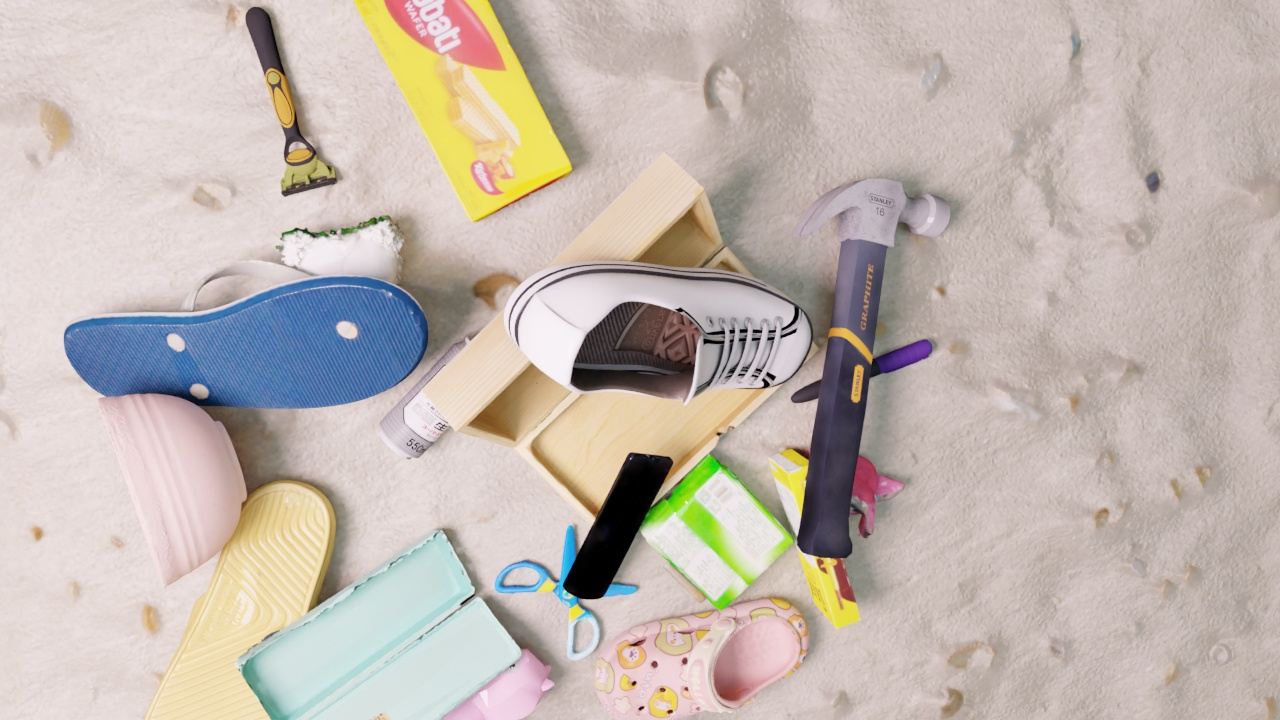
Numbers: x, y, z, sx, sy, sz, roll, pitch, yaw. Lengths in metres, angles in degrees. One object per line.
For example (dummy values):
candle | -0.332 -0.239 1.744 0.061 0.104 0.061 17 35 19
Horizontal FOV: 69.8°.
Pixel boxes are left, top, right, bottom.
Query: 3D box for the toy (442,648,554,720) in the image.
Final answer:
toy | -0.138 0.324 0.791 0.157 0.067 0.123 -28 102 -6

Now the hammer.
hammer | 0.175 0.006 0.754 0.139 0.035 0.312 9 88 -25

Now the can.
can | -0.165 0.031 0.754 0.044 0.044 0.106 44 91 -11

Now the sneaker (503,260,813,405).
sneaker | 0.035 -0.010 0.642 0.245 0.097 0.091 7 115 -34

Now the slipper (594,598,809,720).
slipper | 0.060 0.273 0.799 0.197 0.081 0.093 -14 101 -7

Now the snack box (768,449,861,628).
snack box | 0.151 0.154 0.801 0.025 0.061 0.149 -20 100 -5

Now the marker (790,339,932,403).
marker | 0.195 0.012 0.808 0.134 0.015 0.018 -21 128 -3

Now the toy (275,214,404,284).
toy | -0.232 -0.061 0.736 0.095 0.041 0.109 -7 112 -6

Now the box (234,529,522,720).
box | -0.206 0.240 0.739 0.186 0.055 0.138 -31 88 -29

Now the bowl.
bowl | -0.350 0.089 0.701 0.076 0.153 0.153 -19 101 -30

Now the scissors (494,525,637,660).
scissors | -0.065 0.206 0.808 0.125 0.013 0.127 -1 103 -5

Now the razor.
razor | -0.281 -0.204 0.720 0.044 0.021 0.144 -15 98 -4

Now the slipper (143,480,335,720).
slipper | -0.321 0.227 0.752 0.099 0.078 0.263 19 79 -12

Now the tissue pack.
tissue pack | 0.065 0.153 0.800 0.099 0.034 0.114 -43 106 1

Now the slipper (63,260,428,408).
slipper | -0.300 -0.017 0.715 0.295 0.060 0.118 -5 124 8

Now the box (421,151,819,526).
box | -0.012 -0.004 0.745 0.247 0.118 0.252 -43 126 1

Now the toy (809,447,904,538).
toy | 0.178 0.101 0.808 0.102 0.050 0.065 49 54 -7

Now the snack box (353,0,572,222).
snack box | -0.139 -0.218 0.721 0.092 0.042 0.200 -27 101 -3

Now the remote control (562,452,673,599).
remote control | -0.018 0.138 0.761 0.045 0.021 0.141 10 113 -38
